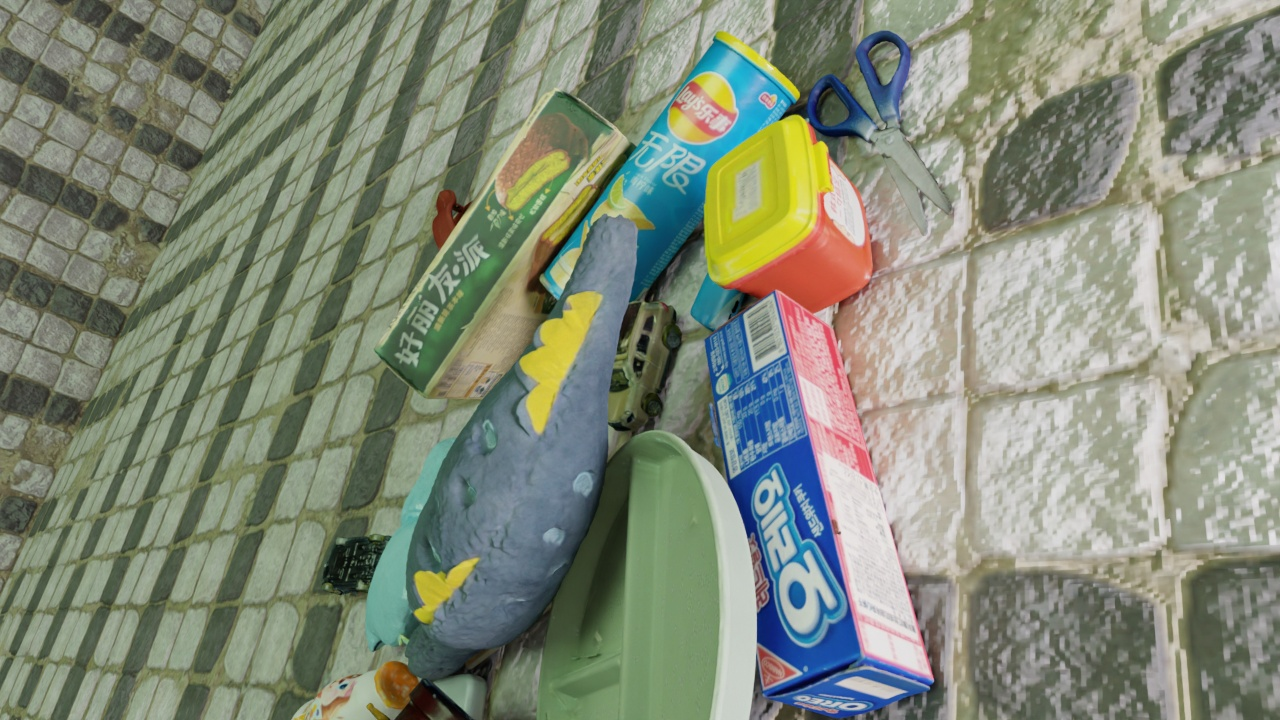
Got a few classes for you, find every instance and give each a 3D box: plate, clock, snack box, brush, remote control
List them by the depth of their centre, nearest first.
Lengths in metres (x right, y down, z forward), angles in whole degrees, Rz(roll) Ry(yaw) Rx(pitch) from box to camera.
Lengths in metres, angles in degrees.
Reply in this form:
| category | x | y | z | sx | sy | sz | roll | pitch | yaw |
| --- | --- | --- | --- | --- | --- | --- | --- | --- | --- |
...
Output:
| category | x | y | z | sx | sy | sz | roll | pitch | yaw |
| --- | --- | --- | --- | --- | --- | --- | --- | --- | --- |
| snack box | 0.079 | 0.063 | 0.448 | 0.057 | 0.058 | 0.207 | -36 | 42 | 30 |
| plate | -0.004 | 0.150 | 0.461 | 0.230 | 0.027 | 0.230 | -167 | 91 | -69 |
| snack box | 0.086 | -0.077 | 0.518 | 0.082 | 0.080 | 0.091 | -29 | 45 | 37 |
| clock | -0.106 | 0.237 | 0.529 | 0.122 | 0.082 | 0.055 | 26 | 63 | 39 |
| remote control | -0.128 | 0.273 | 0.590 | 0.056 | 0.020 | 0.135 | -26 | 48 | 40 |
| snack box | -0.091 | -0.079 | 0.700 | 0.063 | 0.114 | 0.240 | 39 | 100 | 15 |
| brush | -0.159 | -0.116 | 0.844 | 0.063 | 0.069 | 0.145 | -44 | 30 | 11 |

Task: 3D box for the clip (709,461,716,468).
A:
| category | x | y | z | sx | sy | sz | roll | pitch | yaw |
| --- | --- | --- | --- | --- | --- | --- | --- | --- | --- |
| clip | 0.052 | 0.104 | 0.471 | 0.035 | 0.070 | 0.099 | -34 | 50 | 34 |

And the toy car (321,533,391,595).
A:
| category | x | y | z | sx | sy | sz | roll | pitch | yaw |
| --- | --- | --- | --- | --- | --- | --- | --- | --- | --- |
| toy car | -0.237 | 0.175 | 0.782 | 0.106 | 0.031 | 0.048 | -14 | 55 | 44 |

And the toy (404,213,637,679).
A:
| category | x | y | z | sx | sy | sz | roll | pitch | yaw |
| --- | --- | --- | --- | --- | --- | --- | --- | --- | --- |
| toy | -0.079 | 0.089 | 0.537 | 0.137 | 0.091 | 0.357 | -88 | 22 | -63 |

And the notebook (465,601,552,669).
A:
| category | x | y | z | sx | sy | sz | roll | pitch | yaw |
| --- | --- | --- | --- | --- | --- | --- | --- | --- | --- |
| notebook | -0.086 | 0.096 | 0.671 | 0.150 | 0.012 | 0.211 | -42 | 39 | 26 |

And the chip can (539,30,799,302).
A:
| category | x | y | z | sx | sy | sz | roll | pitch | yaw |
| --- | --- | --- | --- | --- | --- | --- | --- | --- | --- |
| chip can | 0.017 | -0.121 | 0.642 | 0.210 | 0.071 | 0.071 | -52 | 36 | 12 |

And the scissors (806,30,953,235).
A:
| category | x | y | z | sx | sy | sz | roll | pitch | yaw |
| --- | --- | --- | --- | --- | --- | --- | --- | --- | --- |
| scissors | 0.153 | -0.141 | 0.541 | 0.126 | 0.012 | 0.173 | -57 | 37 | 5 |

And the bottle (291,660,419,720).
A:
| category | x | y | z | sx | sy | sz | roll | pitch | yaw |
| --- | --- | --- | --- | --- | --- | --- | --- | --- | --- |
| bottle | -0.203 | 0.256 | 0.658 | 0.109 | 0.063 | 0.063 | -41 | 40 | 25 |

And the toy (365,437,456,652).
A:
| category | x | y | z | sx | sy | sz | roll | pitch | yaw |
| --- | --- | --- | --- | --- | --- | --- | --- | --- | --- |
| toy | -0.169 | 0.144 | 0.701 | 0.162 | 0.049 | 0.156 | -58 | 21 | 21 |

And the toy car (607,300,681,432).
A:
| category | x | y | z | sx | sy | sz | roll | pitch | yaw |
| --- | --- | --- | --- | --- | --- | --- | --- | --- | --- |
| toy car | -0.004 | 0.004 | 0.613 | 0.042 | 0.035 | 0.090 | -7 | 63 | 50 |

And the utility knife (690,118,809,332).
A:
| category | x | y | z | sx | sy | sz | roll | pitch | yaw |
| --- | --- | --- | --- | --- | --- | --- | --- | --- | --- |
| utility knife | 0.074 | -0.090 | 0.597 | 0.034 | 0.018 | 0.160 | 12 | 74 | 50 |
